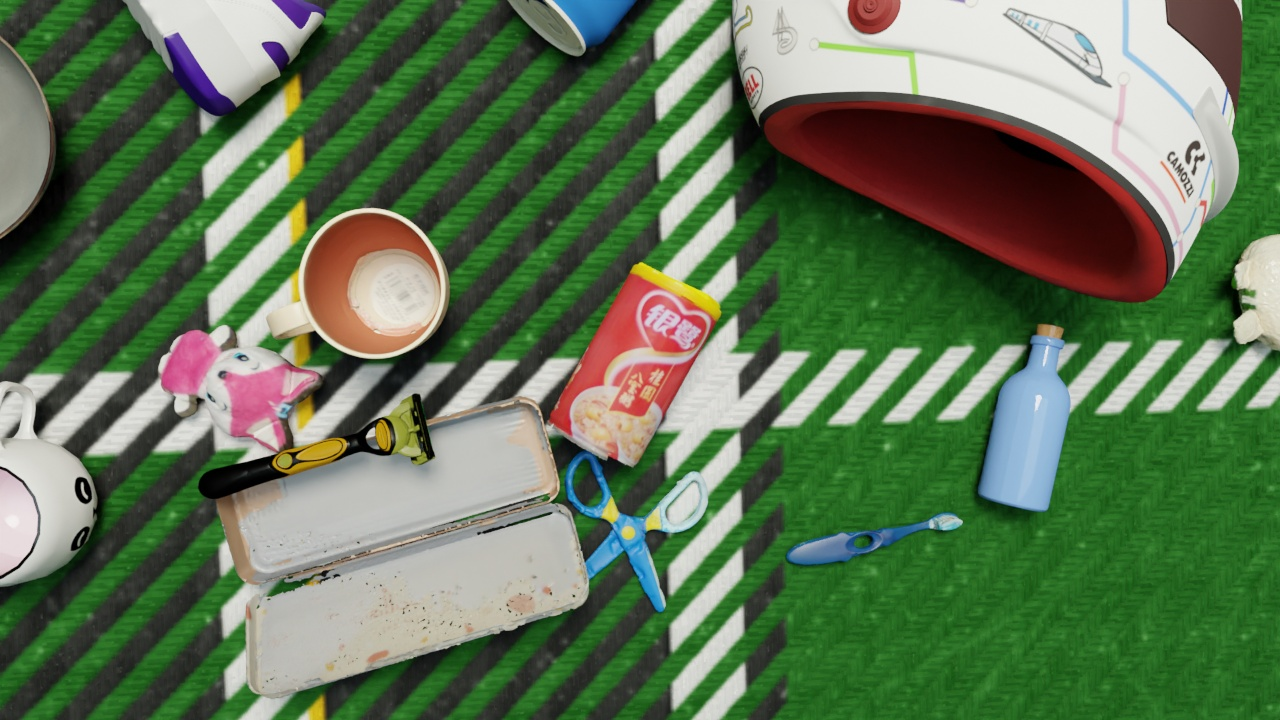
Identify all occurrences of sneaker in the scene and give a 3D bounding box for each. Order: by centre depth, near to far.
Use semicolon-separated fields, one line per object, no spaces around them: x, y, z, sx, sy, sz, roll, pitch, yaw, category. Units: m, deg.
-0.275;-0.275;0.530;0.111;0.092;0.244;-38;118;-19;sneaker

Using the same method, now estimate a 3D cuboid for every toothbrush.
0.169;0.128;0.660;0.132;0.016;0.021;-11;91;-8;toothbrush

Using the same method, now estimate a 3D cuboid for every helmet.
0.213;-0.203;0.545;0.314;0.231;0.236;25;85;-2;helmet

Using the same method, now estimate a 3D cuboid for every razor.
-0.203;0.060;0.573;0.144;0.021;0.044;-16;76;-4;razor

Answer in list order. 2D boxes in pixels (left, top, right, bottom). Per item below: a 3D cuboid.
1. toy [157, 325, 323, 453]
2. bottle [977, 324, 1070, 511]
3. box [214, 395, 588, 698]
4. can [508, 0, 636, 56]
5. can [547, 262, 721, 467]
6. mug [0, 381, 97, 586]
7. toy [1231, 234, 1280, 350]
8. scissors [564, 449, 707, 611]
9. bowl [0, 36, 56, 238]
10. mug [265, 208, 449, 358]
-0.261;0.017;0.585;0.102;0.050;0.065;26;93;-2;toy
0.279;0.039;0.655;0.048;0.048;0.131;12;90;-8;bottle
-0.152;0.116;0.594;0.216;0.071;0.156;-16;65;-7;box
-0.018;-0.276;0.590;0.079;0.079;0.146;39;87;-7;can
-0.004;0.004;0.607;0.066;0.067;0.124;29;88;-8;can
-0.380;0.074;0.555;0.090;0.076;0.124;4;91;-8;mug
0.477;-0.051;0.677;0.112;0.050;0.087;-19;95;-10;toy
-0.004;0.116;0.640;0.130;0.014;0.125;-22;93;-4;scissors
-0.421;-0.134;0.552;0.150;0.057;0.150;0;92;-8;bowl
-0.172;-0.039;0.565;0.111;0.104;0.085;-21;94;-6;mug
